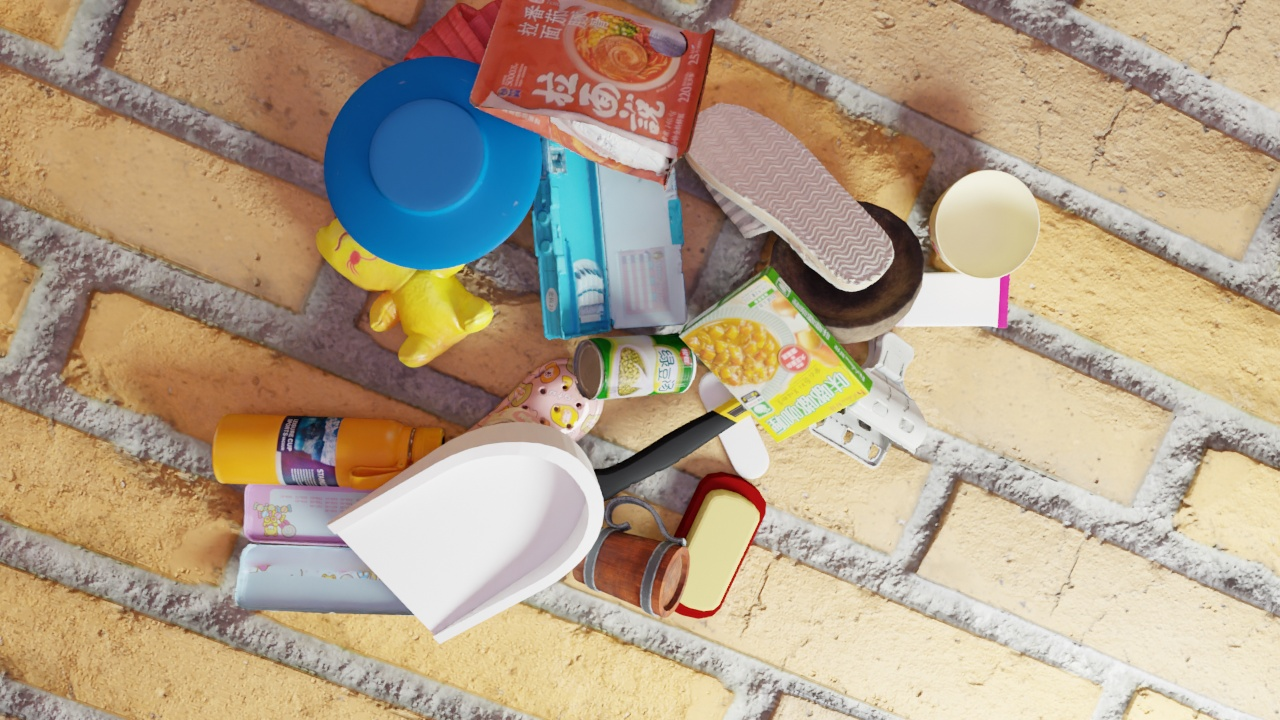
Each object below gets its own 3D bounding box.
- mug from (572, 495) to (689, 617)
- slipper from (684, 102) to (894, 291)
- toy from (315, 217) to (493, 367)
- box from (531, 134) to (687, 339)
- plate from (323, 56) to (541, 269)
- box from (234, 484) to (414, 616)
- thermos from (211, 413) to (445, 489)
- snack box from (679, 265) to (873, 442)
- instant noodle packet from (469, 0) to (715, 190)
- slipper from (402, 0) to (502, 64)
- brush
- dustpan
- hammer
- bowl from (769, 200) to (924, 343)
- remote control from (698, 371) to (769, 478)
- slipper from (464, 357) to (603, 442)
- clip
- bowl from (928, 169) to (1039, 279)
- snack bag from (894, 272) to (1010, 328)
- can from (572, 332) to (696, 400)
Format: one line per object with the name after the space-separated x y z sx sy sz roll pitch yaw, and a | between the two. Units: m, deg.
-0.005 0.214 1.025 0.111 0.081 0.117 13 68 25 | mug
0.154 -0.174 0.984 0.114 0.054 0.272 -42 72 -12 | slipper
-0.240 -0.096 0.975 0.135 0.087 0.194 -38 90 13 | toy
-0.042 -0.143 0.998 0.168 0.087 0.227 -7 97 -21 | box
-0.212 -0.203 0.924 0.224 0.024 0.224 0 83 3 | plate
-0.337 0.208 1.025 0.214 0.041 0.151 4 83 -6 | box
-0.332 0.106 0.991 0.232 0.076 0.091 3 56 -6 | thermos
0.141 -0.002 0.971 0.168 0.027 0.132 46 130 -10 | snack box
-0.050 -0.291 0.943 0.221 0.084 0.164 17 70 -8 | instant noodle packet
-0.168 -0.327 0.972 0.248 0.059 0.103 -38 98 -2 | slipper
0.082 0.217 1.062 0.082 0.042 0.173 24 94 -7 | brush
-0.163 0.178 0.965 0.258 0.053 0.191 -34 113 2 | dustpan
0.090 0.066 1.037 0.323 0.029 0.127 -30 99 -7 | hammer
0.223 -0.089 1.000 0.162 0.070 0.162 -4 64 8 | bowl
0.108 0.075 1.064 0.043 0.013 0.136 -26 98 -2 | remote control
-0.125 0.081 1.011 0.197 0.081 0.093 -39 99 2 | slipper
0.273 0.043 1.029 0.126 0.105 0.151 30 92 -32 | clip
0.374 -0.151 1.032 0.118 0.074 0.118 -1 96 -5 | bowl
0.333 -0.072 1.066 0.196 0.016 0.070 -1 98 -5 | snack bag
-0.006 0.006 0.997 0.120 0.067 0.067 -4 97 -31 | can
